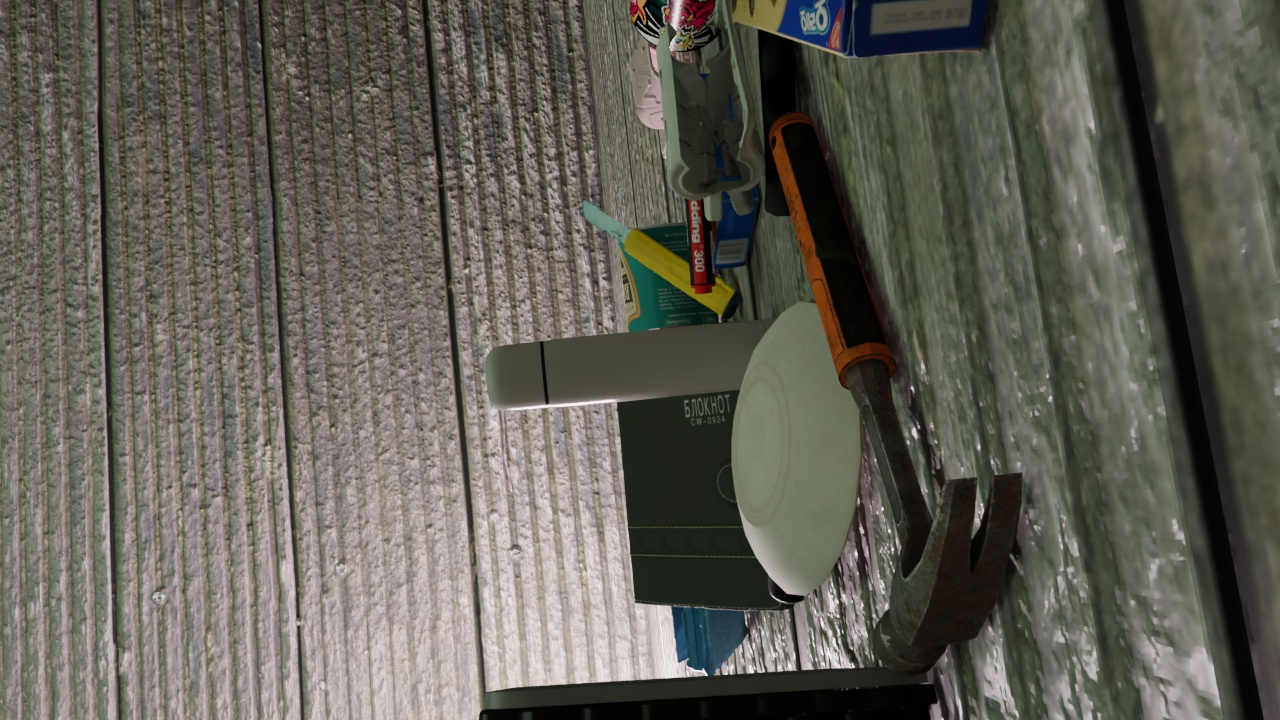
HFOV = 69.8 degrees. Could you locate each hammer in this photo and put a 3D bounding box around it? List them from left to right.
[{"bbox_3d":[0.082,-0.253,0.576,0.127,0.029,0.324,-113,17,-76],"label":"hammer"},{"bbox_3d":[0.110,-0.020,0.459,0.138,0.035,0.313,91,172,-55],"label":"hammer"}]

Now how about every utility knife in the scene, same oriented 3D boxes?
[{"bbox_3d":[0.014,-0.103,0.889,0.019,0.217,0.030,2,-60,-58],"label":"utility knife"}]

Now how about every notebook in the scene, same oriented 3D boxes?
[{"bbox_3d":[0.050,0.106,0.781,0.170,0.029,0.209,-9,88,41],"label":"notebook"}]

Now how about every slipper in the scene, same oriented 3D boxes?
[{"bbox_3d":[0.021,-0.304,1.019,0.240,0.064,0.094,93,170,-70],"label":"slipper"}]

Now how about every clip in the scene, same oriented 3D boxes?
[{"bbox_3d":[0.038,-0.158,0.628,0.152,0.099,0.126,100,169,-60],"label":"clip"}]

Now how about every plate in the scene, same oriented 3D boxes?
[{"bbox_3d":[0.089,0.055,0.596,0.189,0.027,0.188,-177,91,-77],"label":"plate"}]

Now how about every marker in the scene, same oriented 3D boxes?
[{"bbox_3d":[0.047,-0.127,0.744,0.023,0.021,0.145,5,102,53],"label":"marker"}]

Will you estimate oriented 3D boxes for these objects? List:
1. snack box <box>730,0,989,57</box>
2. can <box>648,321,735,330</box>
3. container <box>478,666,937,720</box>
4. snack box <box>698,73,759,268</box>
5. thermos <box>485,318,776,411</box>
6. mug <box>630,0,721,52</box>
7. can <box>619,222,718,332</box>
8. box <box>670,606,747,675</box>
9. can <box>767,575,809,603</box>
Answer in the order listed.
[{"bbox_3d":[0.087,-0.176,0.413,0.206,0.056,0.057,-106,12,-66],"label":"snack box"},{"bbox_3d":[0.055,0.025,0.849,0.086,0.086,0.116,-165,70,-85],"label":"can"},{"bbox_3d":[0.035,0.299,0.491,0.248,0.245,0.243,98,169,-71],"label":"container"},{"bbox_3d":[0.068,-0.164,0.791,0.087,0.034,0.151,94,169,-57],"label":"snack box"},{"bbox_3d":[-0.004,0.004,0.697,0.052,0.224,0.052,172,92,-86],"label":"thermos"},{"bbox_3d":[0.041,-0.325,0.734,0.098,0.082,0.118,102,-170,-75],"label":"mug"},{"bbox_3d":[0.031,-0.063,0.953,0.099,0.099,0.144,176,88,-86],"label":"can"},{"bbox_3d":[0.062,0.194,0.932,0.093,0.054,0.232,-28,-65,-56],"label":"box"},{"bbox_3d":[0.109,0.135,0.660,0.031,0.031,0.081,-103,9,-59],"label":"can"}]
